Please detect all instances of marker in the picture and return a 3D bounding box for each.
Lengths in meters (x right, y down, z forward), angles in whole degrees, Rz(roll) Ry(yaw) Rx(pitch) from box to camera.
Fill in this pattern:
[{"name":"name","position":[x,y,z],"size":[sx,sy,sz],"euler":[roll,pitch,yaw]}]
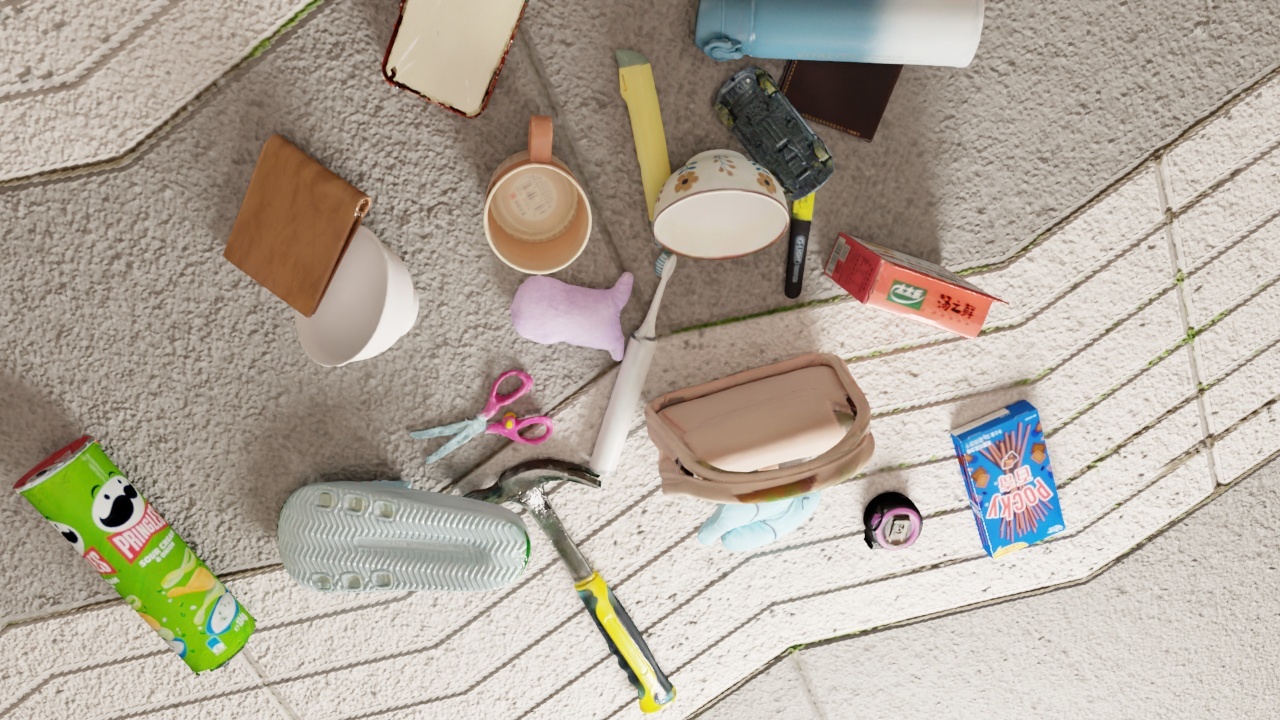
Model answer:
[{"name":"marker","position":[0.144,-0.115,0.827],"size":[0.018,0.015,0.124],"euler":[3,110,-2]}]

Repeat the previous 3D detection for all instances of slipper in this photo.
[{"name":"slipper","position":[-0.217,0.158,0.844],"size":[0.245,0.074,0.104],"euler":[2,103,9]}]

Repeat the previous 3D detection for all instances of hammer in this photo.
[{"name":"hammer","position":[-0.044,0.233,0.924],"size":[0.126,0.032,0.323],"euler":[-27,112,3]}]

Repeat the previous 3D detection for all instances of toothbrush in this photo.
[{"name":"toothbrush","position":[-0.005,0.005,0.845],"size":[0.026,0.026,0.221],"euler":[-6,120,-52]}]

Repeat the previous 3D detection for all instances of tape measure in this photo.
[{"name":"tape measure","position":[0.259,0.166,0.939],"size":[0.057,0.039,0.058],"euler":[-1,111,-8]}]

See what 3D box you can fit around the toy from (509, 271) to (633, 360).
[{"name":"toy","position":[-0.062,-0.044,0.811],"size":[0.108,0.039,0.084],"euler":[7,109,-9]}]

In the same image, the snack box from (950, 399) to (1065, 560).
[{"name":"snack box","position":[0.381,0.126,0.948],"size":[0.084,0.026,0.157],"euler":[-23,112,0]}]

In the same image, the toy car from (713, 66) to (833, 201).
[{"name":"toy car","position":[0.114,-0.192,0.779],"size":[0.054,0.036,0.120],"euler":[-36,102,26]}]

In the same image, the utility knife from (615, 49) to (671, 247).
[{"name":"utility knife","position":[0.008,-0.178,0.783],"size":[0.031,0.019,0.173],"euler":[-11,111,0]}]

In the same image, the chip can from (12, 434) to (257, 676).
[{"name":"chip can","position":[-0.444,0.178,0.822],"size":[0.072,0.072,0.236],"euler":[-29,113,3]}]

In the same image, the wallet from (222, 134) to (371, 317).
[{"name":"wallet","position":[-0.280,-0.108,0.742],"size":[0.101,0.020,0.115],"euler":[35,107,12]}]

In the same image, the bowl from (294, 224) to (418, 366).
[{"name":"bowl","position":[-0.225,-0.049,0.764],"size":[0.064,0.118,0.118],"euler":[12,114,-54]}]

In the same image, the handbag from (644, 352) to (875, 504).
[{"name":"handbag","position":[0.109,0.068,0.773],"size":[0.193,0.234,0.093],"euler":[-17,98,-3]}]

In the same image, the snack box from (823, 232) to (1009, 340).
[{"name":"snack box","position":[0.236,-0.063,0.801],"size":[0.113,0.127,0.044],"euler":[16,107,-13]}]

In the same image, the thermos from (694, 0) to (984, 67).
[{"name":"thermos","position":[0.154,-0.269,0.729],"size":[0.220,0.070,0.070],"euler":[2,110,2]}]

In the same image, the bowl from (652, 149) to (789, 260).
[{"name":"bowl","position":[0.065,-0.137,0.773],"size":[0.113,0.114,0.062],"euler":[0,67,-9]}]

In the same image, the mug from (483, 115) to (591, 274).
[{"name":"mug","position":[-0.084,-0.138,0.736],"size":[0.081,0.105,0.115],"euler":[1,110,-9]}]

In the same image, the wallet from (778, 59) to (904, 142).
[{"name":"wallet","position":[0.177,-0.258,0.777],"size":[0.096,0.020,0.122],"euler":[17,108,-9]}]

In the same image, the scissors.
[{"name":"scissors","position":[-0.151,0.051,0.849],"size":[0.137,0.017,0.096],"euler":[-7,113,-2]}]

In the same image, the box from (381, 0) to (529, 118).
[{"name":"box","position":[-0.127,-0.274,0.693],"size":[0.091,0.079,0.168],"euler":[21,107,-15]}]

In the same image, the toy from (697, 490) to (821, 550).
[{"name":"toy","position":[0.117,0.146,0.876],"size":[0.161,0.050,0.157],"euler":[-22,153,-23]}]
